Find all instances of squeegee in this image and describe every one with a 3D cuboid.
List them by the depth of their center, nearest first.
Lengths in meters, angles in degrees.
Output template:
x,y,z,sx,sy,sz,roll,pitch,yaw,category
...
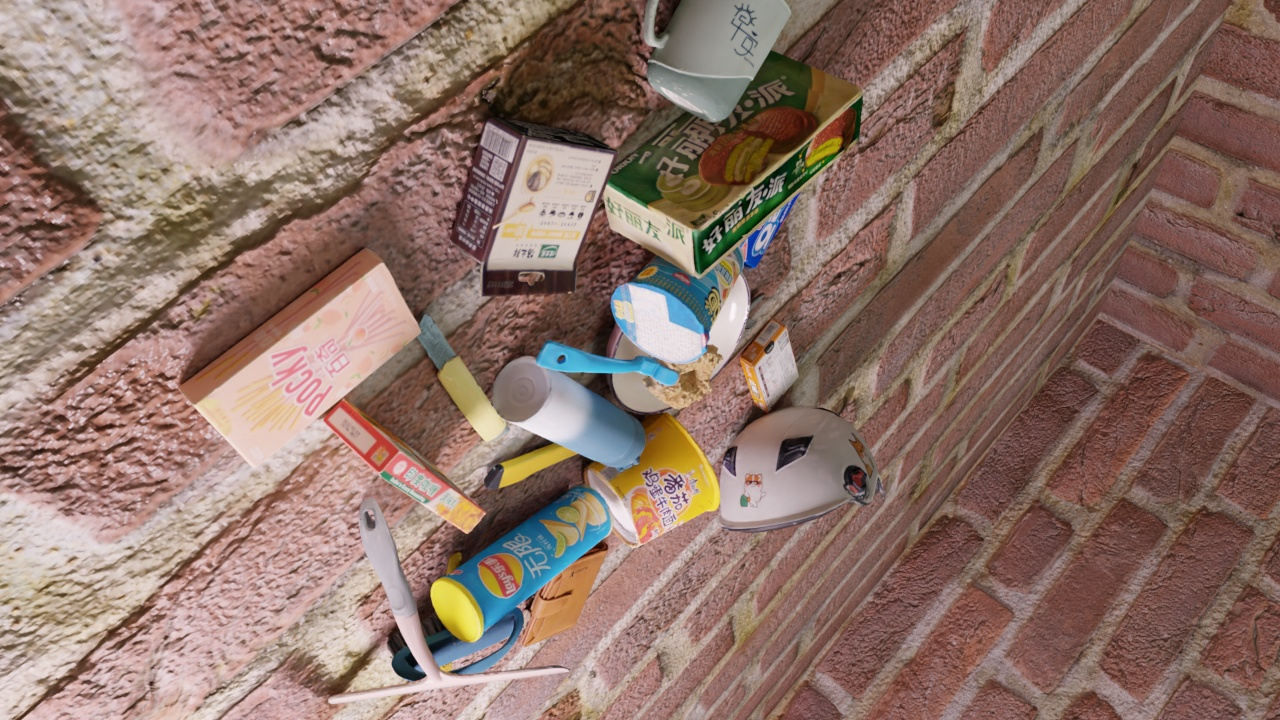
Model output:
x,y,z,sx,sy,sz,roll,pitch,yaw,category
-0.213,0.232,0.845,0.248,0.040,0.250,-9,119,6,squeegee

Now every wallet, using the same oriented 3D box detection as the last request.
x,y,z,sx,sy,sz,roll,pitch,yaw,category
-0.098,0.295,1.161,0.107,0.031,0.132,-6,124,-55,wallet

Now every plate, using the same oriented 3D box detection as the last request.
x,y,z,sx,sy,sz,roll,pitch,yaw,category
0.035,-0.031,0.983,0.192,0.039,0.193,-26,138,-27,plate

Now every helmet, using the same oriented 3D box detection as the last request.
x,y,z,sx,sy,sz,roll,pitch,yaw,category
0.219,0.145,1.317,0.273,0.231,0.157,-4,82,-52,helmet

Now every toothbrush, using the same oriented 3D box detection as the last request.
x,y,z,sx,sy,sz,roll,pitch,yaw,category
-0.207,0.280,0.996,0.015,0.016,0.190,-23,138,-42,toothbrush

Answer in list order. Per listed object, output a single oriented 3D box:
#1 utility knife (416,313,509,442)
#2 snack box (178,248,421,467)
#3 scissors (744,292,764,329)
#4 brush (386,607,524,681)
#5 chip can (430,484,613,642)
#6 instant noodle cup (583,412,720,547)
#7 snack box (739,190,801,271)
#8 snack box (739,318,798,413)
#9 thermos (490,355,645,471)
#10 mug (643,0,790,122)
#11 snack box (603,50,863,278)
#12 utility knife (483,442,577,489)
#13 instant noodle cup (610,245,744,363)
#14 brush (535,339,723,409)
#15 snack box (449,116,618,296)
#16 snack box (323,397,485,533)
x,y,z,sx,sy,sz,roll,pitch,yaw,category
-0.153,0.023,0.804,0.031,0.022,0.213,-47,157,-17,utility knife
-0.234,-0.002,0.651,0.157,0.026,0.084,-43,149,-20,snack box
0.090,-0.044,1.093,0.170,0.019,0.181,-43,148,-16,scissors
-0.187,0.295,0.956,0.143,0.073,0.055,-15,137,-24,brush
-0.120,0.210,0.976,0.209,0.071,0.071,-30,143,-45,chip can
0.008,0.142,1.057,0.109,0.138,0.138,-32,145,-21,instant noodle cup
0.141,-0.199,0.962,0.057,0.058,0.208,13,109,-59,snack box
0.180,0.010,1.272,0.075,0.026,0.154,-49,151,-11,snack box
-0.063,0.058,0.919,0.070,0.070,0.220,-55,149,0,thermos
0.050,-0.265,0.748,0.111,0.082,0.106,27,100,-30,mug
0.088,-0.185,0.841,0.239,0.114,0.063,-41,147,-22,snack box
-0.100,0.102,0.968,0.170,0.015,0.033,-18,140,-49,utility knife
0.042,-0.068,0.855,0.109,0.099,0.099,-54,155,-33,instant noodle cup
-0.005,0.005,0.898,0.254,0.046,0.083,7,119,-52,brush
-0.083,-0.118,0.722,0.113,0.053,0.126,-7,127,-53,snack box
-0.191,0.091,0.759,0.027,0.077,0.156,-49,151,-11,snack box
